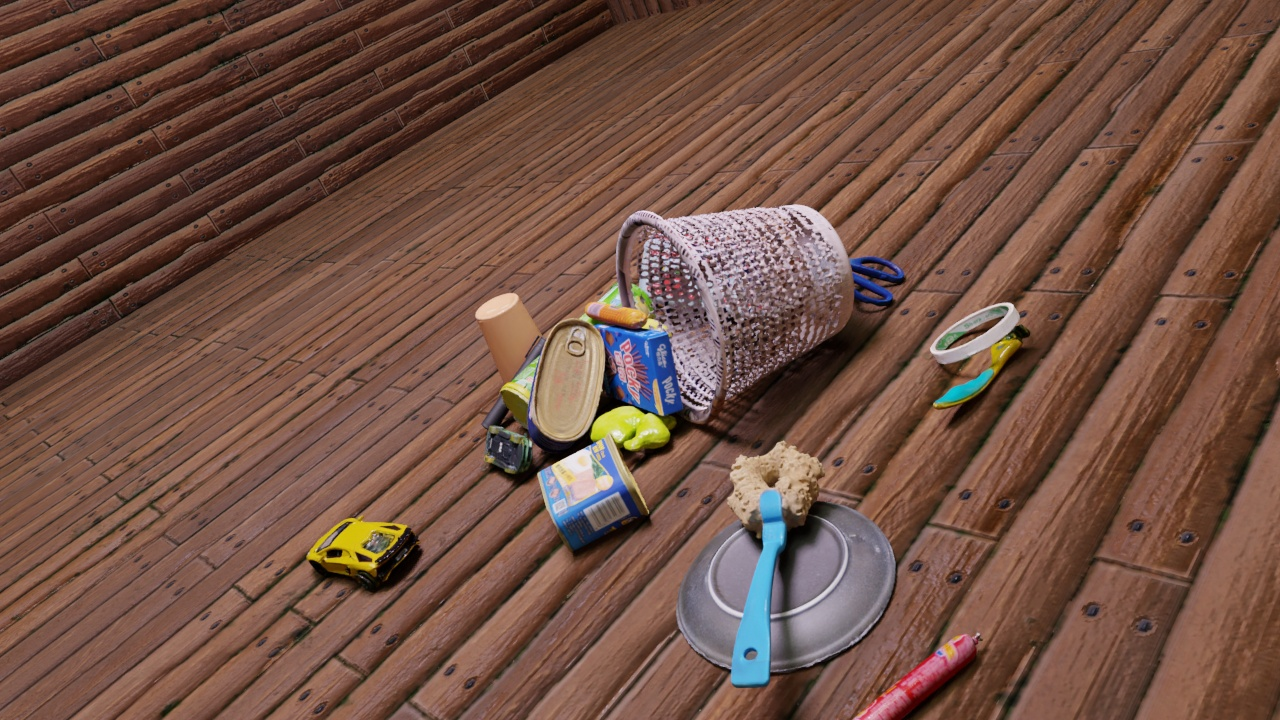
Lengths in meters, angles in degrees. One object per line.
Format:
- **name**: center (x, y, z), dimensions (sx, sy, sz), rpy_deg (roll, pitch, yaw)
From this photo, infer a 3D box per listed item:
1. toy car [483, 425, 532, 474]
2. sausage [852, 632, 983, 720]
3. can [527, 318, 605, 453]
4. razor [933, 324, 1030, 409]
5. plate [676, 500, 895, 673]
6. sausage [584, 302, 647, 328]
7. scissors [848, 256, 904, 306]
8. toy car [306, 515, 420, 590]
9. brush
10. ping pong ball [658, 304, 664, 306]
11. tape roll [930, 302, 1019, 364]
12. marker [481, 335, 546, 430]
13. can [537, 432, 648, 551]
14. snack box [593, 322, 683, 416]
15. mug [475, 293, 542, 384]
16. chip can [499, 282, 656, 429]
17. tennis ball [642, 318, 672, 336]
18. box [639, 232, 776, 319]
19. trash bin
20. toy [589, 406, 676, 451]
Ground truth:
- **toy car**: center (-0.146, 0.099, 1.024), dimensions (0.036, 0.043, 0.091), rpy_deg (10, 2, -32)
- **sausage**: center (0.163, 0.222, 0.590), dimensions (0.155, 0.020, 0.020), rpy_deg (-32, 28, -16)
- **can**: center (-0.083, 0.028, 1.021), dimensions (0.049, 0.074, 0.148), rpy_deg (127, 154, -62)
- **razor**: center (0.307, 0.012, 0.837), dimensions (0.132, 0.028, 0.043), rpy_deg (-36, 10, -31)
- **plate**: center (0.110, 0.167, 0.724), dimensions (0.179, 0.024, 0.179), rpy_deg (-19, 27, 10)
- **sausage**: center (-0.029, -0.051, 1.028), dimensions (0.021, 0.021, 0.165), rpy_deg (-32, 19, -16)
- **scissors**: center (0.218, -0.106, 1.053), dimensions (0.171, 0.012, 0.141), rpy_deg (1, 45, -7)
- **toy car**: center (-0.300, 0.199, 0.974), dimensions (0.156, 0.041, 0.071), rpy_deg (-1, 34, 39)
- **brush**: center (0.095, 0.144, 0.692), dimensions (0.083, 0.046, 0.254), rpy_deg (-10, 26, 18)
- **ping pong ball**: center (0.031, -0.092, 1.228), dimensions (0.040, 0.040, 0.040), rpy_deg (-19, 28, 10)
- **tape roll**: center (0.319, -0.026, 0.877), dimensions (0.086, 0.014, 0.085), rpy_deg (-34, 6, 4)
- **marker**: center (-0.151, 0.028, 1.117), dimensions (0.132, 0.022, 0.020), rpy_deg (-57, 5, -3)
- **can**: center (-0.047, 0.127, 0.886), dimensions (0.083, 0.057, 0.102), rpy_deg (-28, 27, -1)
- **snack box**: center (-0.006, 0.006, 1.006), dimensions (0.026, 0.084, 0.157), rpy_deg (-16, 13, -22)
- **mug**: center (-0.155, -0.019, 1.155), dimensions (0.078, 0.123, 0.078), rpy_deg (-19, 27, 10)
- **chip can**: center (-0.070, -0.009, 1.111), dimensions (0.073, 0.072, 0.220), rpy_deg (10, 47, 48)
- **tennis ball**: center (0.007, -0.017, 1.086), dimensions (0.065, 0.065, 0.065), rpy_deg (-19, 28, 10)
- **box**: center (0.096, -0.099, 1.138), dimensions (0.202, 0.095, 0.098), rpy_deg (10, 71, 29)
- **trash bin**: center (0.107, -0.070, 0.970), dimensions (0.191, 0.228, 0.227), rpy_deg (-20, 25, -20)
- **toy**: center (-0.012, 0.073, 0.977), dimensions (0.100, 0.031, 0.096), rpy_deg (-8, 21, 17)
